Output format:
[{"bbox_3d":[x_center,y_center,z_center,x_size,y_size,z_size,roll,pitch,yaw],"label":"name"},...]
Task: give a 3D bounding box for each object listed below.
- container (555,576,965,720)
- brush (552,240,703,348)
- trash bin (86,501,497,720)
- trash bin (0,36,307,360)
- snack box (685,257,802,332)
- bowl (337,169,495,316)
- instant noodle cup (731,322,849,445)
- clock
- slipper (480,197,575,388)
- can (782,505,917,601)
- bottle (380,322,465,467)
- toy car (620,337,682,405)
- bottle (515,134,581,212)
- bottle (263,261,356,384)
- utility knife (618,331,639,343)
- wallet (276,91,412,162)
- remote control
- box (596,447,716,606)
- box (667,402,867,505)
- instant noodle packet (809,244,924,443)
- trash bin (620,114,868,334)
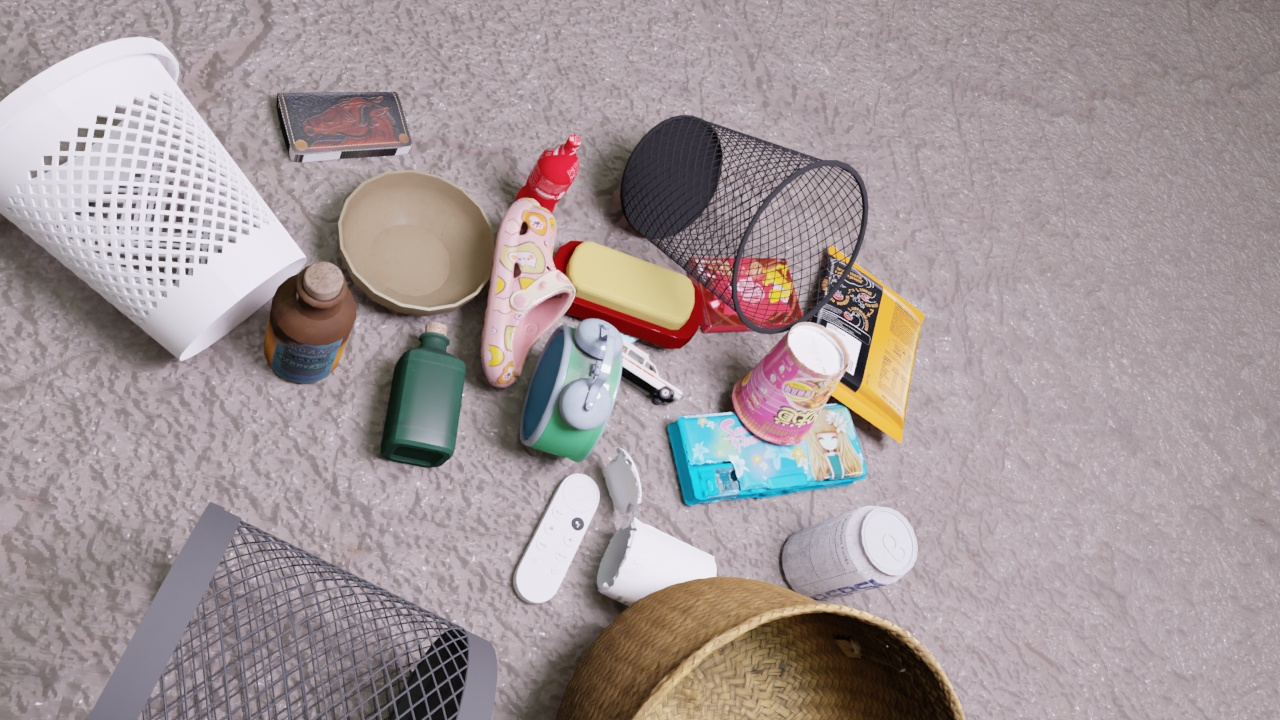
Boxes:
[{"bbox_3d":[0.086,0.326,0.749,0.306,0.197,0.307,0,89,-21],"label":"container"},{"bbox_3d":[-0.013,-0.075,0.984,0.173,0.042,0.082,19,56,-11],"label":"brush"},{"bbox_3d":[-0.247,0.246,0.646,0.227,0.218,0.217,28,59,-18],"label":"trash bin"},{"bbox_3d":[-0.396,-0.118,0.753,0.199,0.196,0.195,49,56,-11],"label":"trash bin"},{"bbox_3d":[0.124,-0.078,1.079,0.132,0.021,0.089,-3,70,-28],"label":"snack box"},{"bbox_3d":[-0.222,-0.109,0.903,0.152,0.051,0.152,10,65,-22],"label":"bowl"},{"bbox_3d":[0.162,0.019,0.965,0.097,0.109,0.097,13,48,-14],"label":"instant noodle cup"},{"bbox_3d":[-0.056,0.025,0.861,0.075,0.162,0.121,19,62,-17],"label":"clock"},{"bbox_3d":[-0.105,-0.064,0.912,0.081,0.093,0.197,7,72,5],"label":"slipper"},{"bbox_3d":[0.210,0.197,0.934,0.078,0.136,0.078,10,64,-22],"label":"can"},{"bbox_3d":[-0.198,0.027,0.850,0.061,0.061,0.131,14,63,-23],"label":"bottle"},{"bbox_3d":[-0.006,0.006,0.967,0.113,0.039,0.039,32,69,-10],"label":"toy car"},{"bbox_3d":[-0.093,-0.188,0.947,0.042,0.142,0.041,10,64,-22],"label":"bottle"},{"bbox_3d":[-0.279,-0.037,0.780,0.067,0.157,0.067,10,64,-22],"label":"bottle"},{"bbox_3d":[0.016,-0.045,1.018,0.125,0.015,0.022,-30,77,-36],"label":"utility knife"},{"bbox_3d":[-0.303,-0.242,0.940,0.122,0.019,0.072,-11,78,-30],"label":"wallet"},{"bbox_3d":[-0.079,0.169,0.877,0.043,0.013,0.136,33,58,-10],"label":"remote control"},{"bbox_3d":[0.011,0.171,0.884,0.140,0.084,0.141,26,65,-13],"label":"box"},{"bbox_3d":[0.143,0.099,1.000,0.226,0.041,0.094,-3,69,-27],"label":"box"},{"bbox_3d":[0.271,-0.025,1.111,0.160,0.032,0.220,34,50,-12],"label":"instant noodle packet"},{"bbox_3d":[0.097,-0.157,0.969,0.183,0.184,0.210,-20,41,-32],"label":"trash bin"}]
